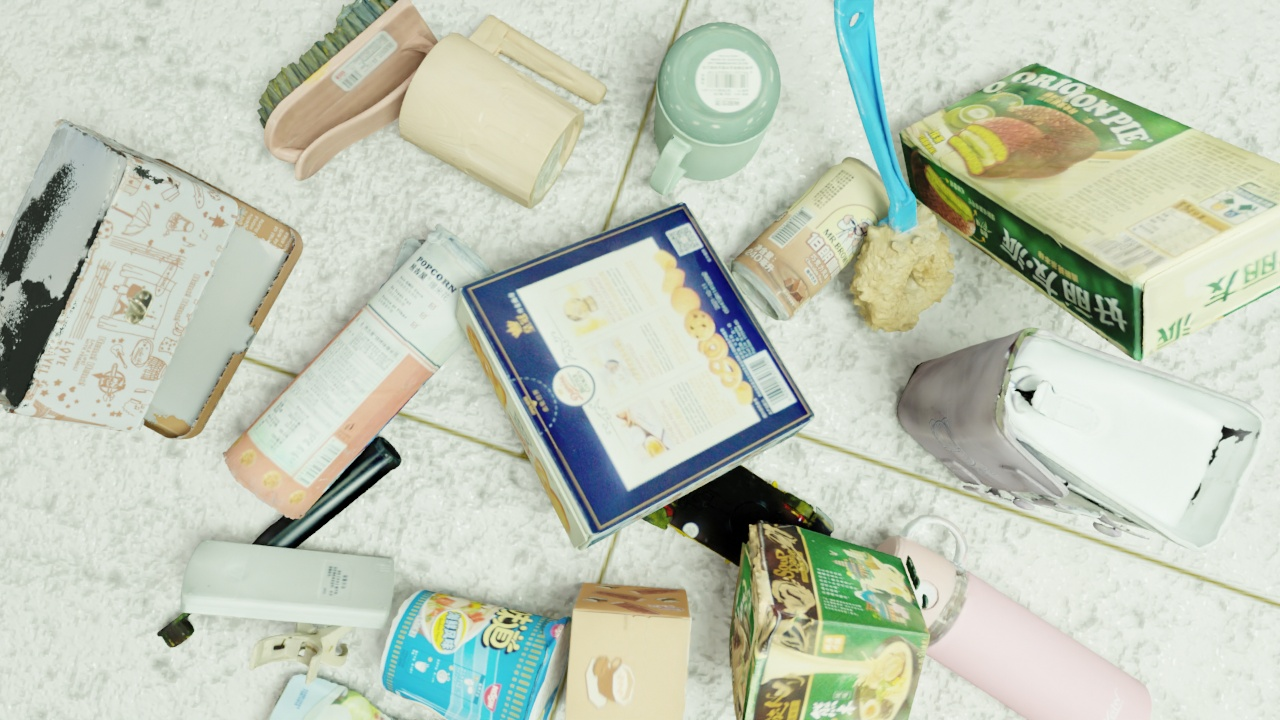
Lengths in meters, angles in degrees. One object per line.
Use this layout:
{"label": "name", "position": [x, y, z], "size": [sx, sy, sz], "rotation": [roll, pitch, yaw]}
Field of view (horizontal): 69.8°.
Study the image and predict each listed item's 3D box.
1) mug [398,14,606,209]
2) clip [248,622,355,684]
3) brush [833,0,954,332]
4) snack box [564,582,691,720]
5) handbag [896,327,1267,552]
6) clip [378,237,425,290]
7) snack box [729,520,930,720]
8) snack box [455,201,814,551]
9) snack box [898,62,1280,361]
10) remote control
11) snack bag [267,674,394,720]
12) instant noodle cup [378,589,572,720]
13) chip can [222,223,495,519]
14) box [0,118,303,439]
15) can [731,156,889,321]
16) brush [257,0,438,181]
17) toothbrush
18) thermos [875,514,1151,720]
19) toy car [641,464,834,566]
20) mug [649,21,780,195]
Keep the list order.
{"label": "mug", "position": [-0.094, -0.181, 0.656], "size": [0.103, 0.084, 0.124], "rotation": [31, 61, 0]}
{"label": "clip", "position": [-0.233, 0.190, 0.621], "size": [0.076, 0.103, 0.034], "rotation": [14, 89, 12]}
{"label": "brush", "position": [0.157, -0.119, 0.589], "size": [0.083, 0.046, 0.255], "rotation": [-32, 130, -8]}
{"label": "snack box", "position": [-0.009, 0.207, 0.621], "size": [0.077, 0.094, 0.092], "rotation": [5, 87, 1]}
{"label": "handbag", "position": [0.255, 0.046, 0.578], "size": [0.145, 0.197, 0.098], "rotation": [28, 87, 2]}
{"label": "clip", "position": [-0.173, -0.064, 0.676], "size": [0.024, 0.027, 0.056], "rotation": [28, 97, 4]}
{"label": "snack box", "position": [0.115, 0.176, 0.577], "size": [0.105, 0.118, 0.118], "rotation": [6, 114, 1]}
{"label": "snack box", "position": [-0.004, 0.004, 0.614], "size": [0.182, 0.046, 0.178], "rotation": [-24, 78, -23]}
{"label": "snack box", "position": [0.275, -0.105, 0.575], "size": [0.114, 0.240, 0.063], "rotation": [-28, 127, -2]}
{"label": "remote control", "position": [-0.239, 0.153, 0.628], "size": [0.135, 0.056, 0.019], "rotation": [9, 119, -17]}
{"label": "snack bag", "position": [-0.175, 0.300, 0.647], "size": [0.191, 0.039, 0.110], "rotation": [18, 76, 0]}
{"label": "instant noodle cup", "position": [-0.113, 0.206, 0.627], "size": [0.110, 0.099, 0.099], "rotation": [16, 87, 9]}
{"label": "chip can", "position": [-0.187, 0.007, 0.635], "size": [0.071, 0.071, 0.214], "rotation": [42, 84, 2]}
{"label": "box", "position": [-0.347, -0.046, 0.643], "size": [0.148, 0.158, 0.181], "rotation": [27, 91, 37]}
{"label": "can", "position": [0.123, -0.086, 0.653], "size": [0.116, 0.058, 0.058], "rotation": [-43, 88, -2]}
{"label": "brush", "position": [-0.208, -0.194, 0.657], "size": [0.145, 0.063, 0.073], "rotation": [-41, 77, -1]}
{"label": "toothbrush", "position": [-0.261, 0.132, 0.660], "size": [0.212, 0.026, 0.027], "rotation": [-40, 90, -1]}
{"label": "thermos", "position": [0.252, 0.188, 0.637], "size": [0.198, 0.067, 0.087], "rotation": [34, 83, 3]}
{"label": "toy car", "position": [0.061, 0.106, 0.652], "size": [0.156, 0.041, 0.071], "rotation": [30, 88, 1]}
{"label": "mug", "position": [0.043, -0.166, 0.634], "size": [0.082, 0.106, 0.111], "rotation": [36, 88, 1]}
